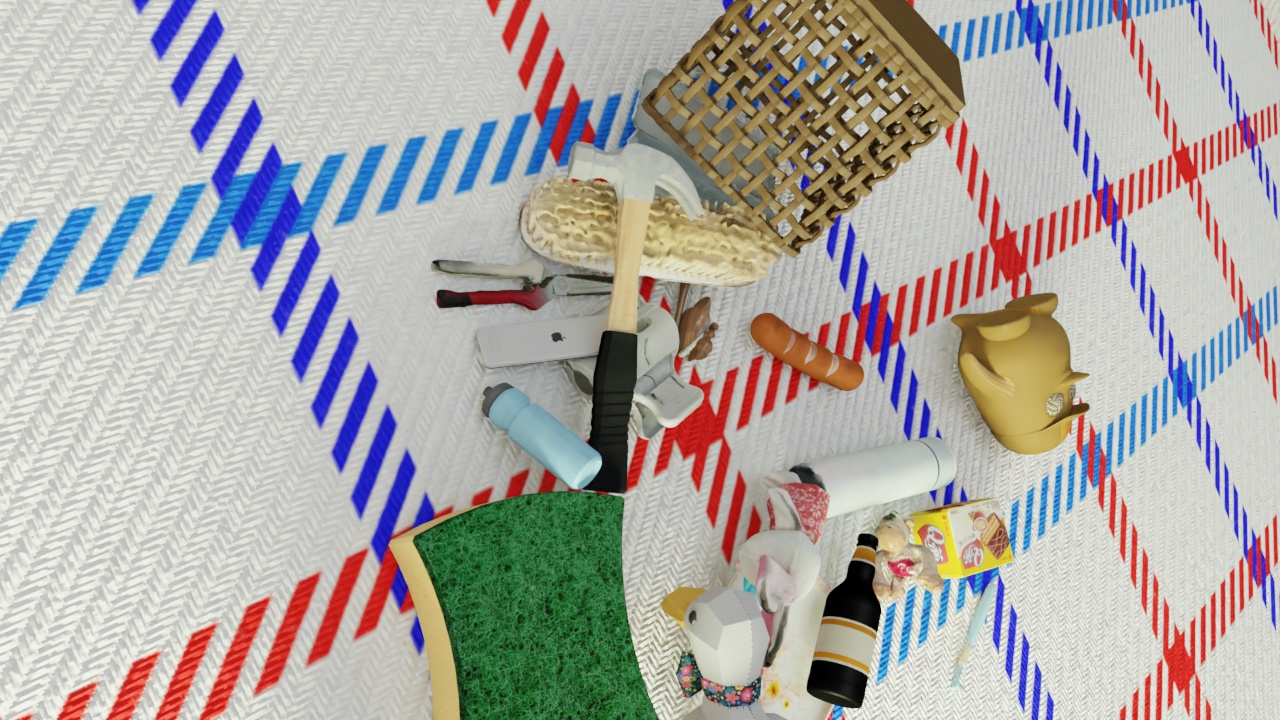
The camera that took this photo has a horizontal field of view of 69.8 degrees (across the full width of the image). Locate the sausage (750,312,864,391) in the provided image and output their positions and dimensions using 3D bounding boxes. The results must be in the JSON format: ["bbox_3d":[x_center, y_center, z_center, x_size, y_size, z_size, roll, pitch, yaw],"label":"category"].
[{"bbox_3d":[0.192,-0.008,1.065,0.164,0.045,0.039,27,53,-25],"label":"sausage"}]

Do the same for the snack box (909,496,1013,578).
[{"bbox_3d":[0.395,0.218,1.129,0.105,0.061,0.083,-5,80,-34],"label":"snack box"}]

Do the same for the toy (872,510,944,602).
[{"bbox_3d":[0.305,0.223,1.061,0.074,0.085,0.105,25,53,-50],"label":"toy"}]

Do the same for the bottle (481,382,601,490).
[{"bbox_3d":[-0.094,0.064,0.829,0.130,0.040,0.040,37,53,19],"label":"bottle"}]

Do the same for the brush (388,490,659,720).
[{"bbox_3d":[-0.094,0.243,0.789,0.194,0.075,0.250,-5,81,-35],"label":"brush"}]

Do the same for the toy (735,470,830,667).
[{"bbox_3d":[0.141,0.191,0.923,0.084,0.159,0.193,6,50,13],"label":"toy"}]

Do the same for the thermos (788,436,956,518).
[{"bbox_3d":[0.271,0.135,1.067,0.229,0.068,0.068,-7,81,-35],"label":"thermos"}]

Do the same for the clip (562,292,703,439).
[{"bbox_3d":[-0.005,0.006,0.926,0.124,0.075,0.144,-36,88,-32],"label":"clip"}]

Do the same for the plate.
[{"bbox_3d":[0.144,0.301,0.968,0.187,0.016,0.186,48,57,-14],"label":"plate"}]

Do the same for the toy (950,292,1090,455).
[{"bbox_3d":[0.506,0.029,1.205,0.198,0.163,0.203,-26,103,-33],"label":"toy"}]

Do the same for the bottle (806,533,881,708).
[{"bbox_3d":[0.226,0.272,0.982,0.059,0.059,0.181,32,62,-23],"label":"bottle"}]

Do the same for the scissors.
[{"bbox_3d":[-0.109,-0.069,0.895,0.188,0.015,0.146,33,65,-20],"label":"scissors"}]

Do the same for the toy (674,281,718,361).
[{"bbox_3d":[0.057,-0.044,0.989,0.055,0.042,0.101,14,77,-7],"label":"toy"}]

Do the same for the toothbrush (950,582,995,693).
[{"bbox_3d":[0.415,0.341,1.138,0.154,0.016,0.022,-56,141,-30],"label":"toothbrush"}]

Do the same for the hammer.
[{"bbox_3d":[-0.017,-0.041,0.866,0.131,0.039,0.328,8,84,-15],"label":"hammer"}]

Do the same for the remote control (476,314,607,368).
[{"bbox_3d":[-0.082,-0.020,0.879,0.146,0.008,0.045,-7,56,-21],"label":"remote control"}]

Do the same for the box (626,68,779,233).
[{"bbox_3d":[0.076,-0.223,1.049,0.209,0.061,0.192,23,47,-28],"label":"box"}]

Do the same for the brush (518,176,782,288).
[{"bbox_3d":[0.013,-0.127,0.939,0.271,0.057,0.083,8,74,-17],"label":"brush"}]

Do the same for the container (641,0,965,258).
[{"bbox_3d":[0.178,-0.292,0.959,0.219,0.215,0.250,44,31,-8],"label":"container"}]

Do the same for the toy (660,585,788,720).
[{"bbox_3d":[0.089,0.341,0.814,0.140,0.247,0.268,-4,107,-28],"label":"toy"}]
